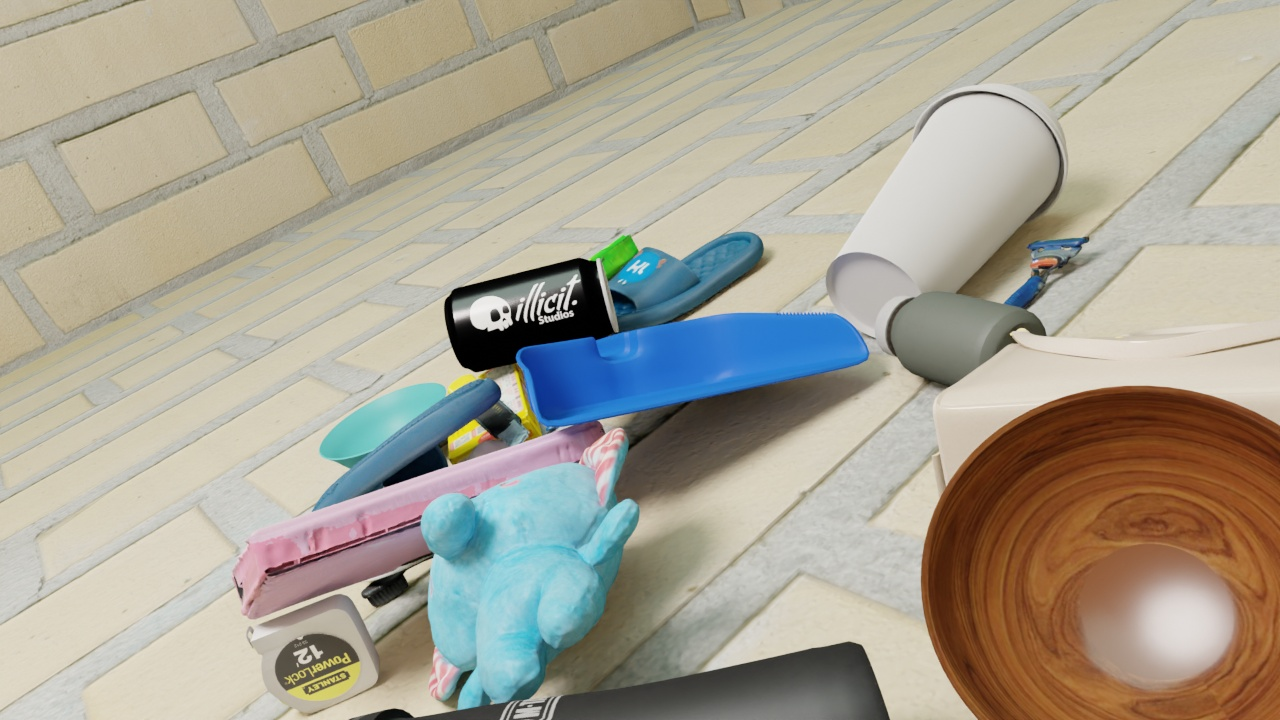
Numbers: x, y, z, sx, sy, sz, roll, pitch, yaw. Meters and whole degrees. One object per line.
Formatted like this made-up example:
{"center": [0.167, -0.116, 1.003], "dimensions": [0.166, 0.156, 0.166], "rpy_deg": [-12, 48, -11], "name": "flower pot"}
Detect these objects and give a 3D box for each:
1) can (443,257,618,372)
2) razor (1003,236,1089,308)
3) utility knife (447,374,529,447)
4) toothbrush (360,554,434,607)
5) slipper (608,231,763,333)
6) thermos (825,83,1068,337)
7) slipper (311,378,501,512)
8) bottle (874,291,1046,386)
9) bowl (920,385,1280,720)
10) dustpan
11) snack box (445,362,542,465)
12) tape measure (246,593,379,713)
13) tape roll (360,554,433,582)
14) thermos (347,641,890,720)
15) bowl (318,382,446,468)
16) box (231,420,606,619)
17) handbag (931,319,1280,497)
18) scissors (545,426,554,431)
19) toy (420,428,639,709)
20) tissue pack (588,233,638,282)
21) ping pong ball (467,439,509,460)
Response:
{"center": [-0.099, -0.042, 0.841], "dimensions": [0.146, 0.080, 0.080], "rpy_deg": [-14, 23, 2], "name": "can"}
{"center": [0.277, -0.049, 0.667], "dimensions": [0.140, 0.018, 0.044], "rpy_deg": [-41, 26, -29], "name": "razor"}
{"center": [-0.125, 0.042, 0.751], "dimensions": [0.028, 0.020, 0.198], "rpy_deg": [-37, 22, -13], "name": "utility knife"}
{"center": [-0.111, 0.123, 0.658], "dimensions": [0.187, 0.017, 0.014], "rpy_deg": [-28, 27, -20], "name": "toothbrush"}
{"center": [0.031, -0.084, 0.922], "dimensions": [0.213, 0.059, 0.104], "rpy_deg": [-28, 26, -16], "name": "slipper"}
{"center": [0.239, -0.116, 0.729], "dimensions": [0.132, 0.131, 0.221], "rpy_deg": [5, 43, 48], "name": "thermos"}
{"center": [-0.180, 0.086, 0.698], "dimensions": [0.214, 0.059, 0.103], "rpy_deg": [-37, 3, 29], "name": "slipper"}
{"center": [0.205, -0.013, 0.597], "dimensions": [0.060, 0.060, 0.108], "rpy_deg": [-30, 24, -17], "name": "bottle"}
{"center": [0.191, 0.090, 0.349], "dimensions": [0.148, 0.069, 0.147], "rpy_deg": [-20, 54, 30], "name": "bowl"}
{"center": [-0.004, 0.004, 0.706], "dimensions": [0.245, 0.059, 0.258], "rpy_deg": [-11, -1, -24], "name": "dustpan"}
{"center": [-0.133, 0.047, 0.813], "dimensions": [0.075, 0.025, 0.152], "rpy_deg": [-30, 23, -1], "name": "snack box"}
{"center": [-0.192, 0.175, 0.543], "dimensions": [0.064, 0.065, 0.016], "rpy_deg": [-21, 23, -2], "name": "tape measure"}
{"center": [-0.163, 0.126, 0.654], "dimensions": [0.094, 0.019, 0.094], "rpy_deg": [-23, 7, 3], "name": "tape roll"}
{"center": [-0.012, 0.170, 0.353], "dimensions": [0.219, 0.106, 0.105], "rpy_deg": [-15, 23, 5], "name": "thermos"}
{"center": [-0.221, 0.071, 0.823], "dimensions": [0.121, 0.046, 0.121], "rpy_deg": [-19, 23, 8], "name": "bowl"}
{"center": [-0.128, 0.096, 0.569], "dimensions": [0.232, 0.041, 0.098], "rpy_deg": [-16, -15, -38], "name": "box"}
{"center": [0.263, 0.018, 0.454], "dimensions": [0.195, 0.101, 0.197], "rpy_deg": [-5, 16, 36], "name": "handbag"}
{"center": [-0.045, 0.025, 0.812], "dimensions": [0.125, 0.016, 0.125], "rpy_deg": [-9, 30, 37], "name": "scissors"}
{"center": [-0.067, 0.112, 0.479], "dimensions": [0.183, 0.115, 0.180], "rpy_deg": [-50, 7, 1], "name": "toy"}
{"center": [-0.058, -0.079, 0.976], "dimensions": [0.099, 0.034, 0.114], "rpy_deg": [-43, 3, -38], "name": "tissue pack"}
{"center": [-0.114, 0.081, 0.709], "dimensions": [0.040, 0.040, 0.040], "rpy_deg": [-19, 23, 8], "name": "ping pong ball"}
